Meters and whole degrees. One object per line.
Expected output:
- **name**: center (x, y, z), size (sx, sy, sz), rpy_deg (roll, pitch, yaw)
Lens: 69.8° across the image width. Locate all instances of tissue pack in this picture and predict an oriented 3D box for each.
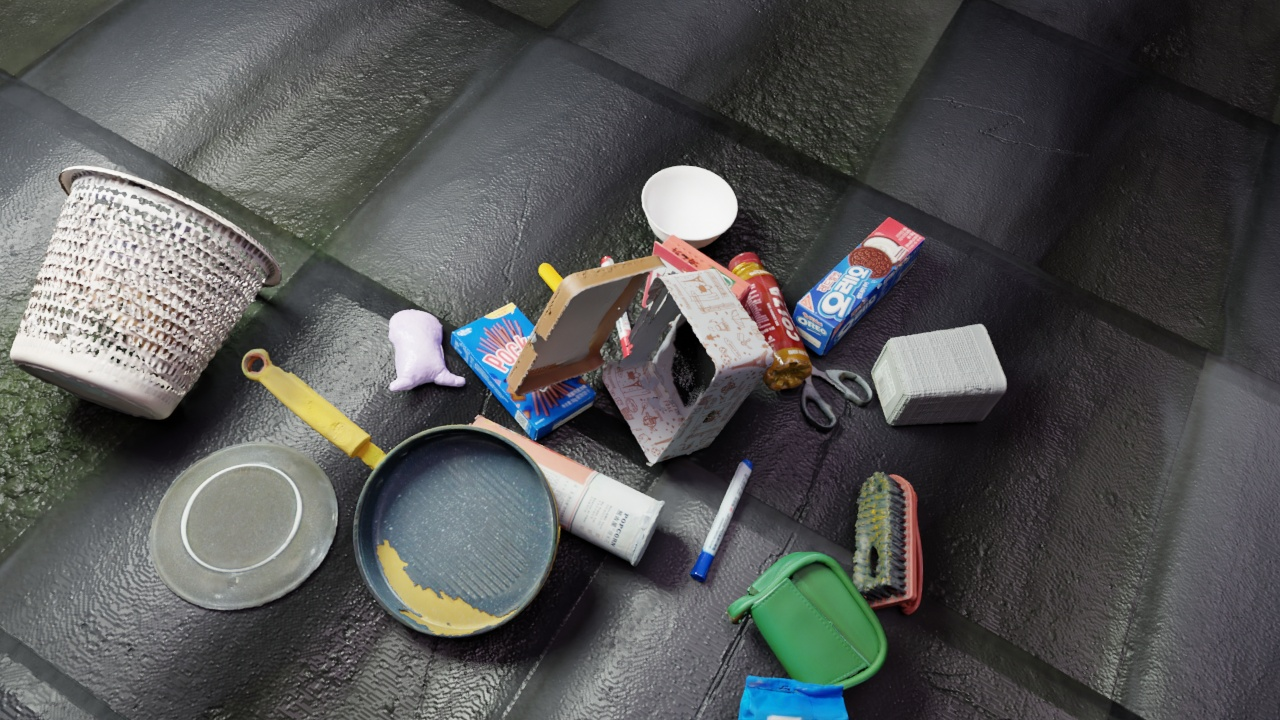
- **tissue pack**: center (0.129, 0.361, 0.812), size (0.095, 0.052, 0.157), rpy_deg (8, 87, -4)

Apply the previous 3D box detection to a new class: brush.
- **brush**: center (0.262, 0.186, 0.954), size (0.069, 0.063, 0.145), rpy_deg (30, 52, -25)

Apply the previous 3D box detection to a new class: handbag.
- **handbag**: center (0.161, 0.256, 0.884), size (0.120, 0.068, 0.131), rpy_deg (-32, 81, -7)

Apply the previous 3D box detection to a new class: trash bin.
- **trash bin**: center (-0.512, -0.054, 0.929), size (0.227, 0.228, 0.191), rpy_deg (17, 70, 3)

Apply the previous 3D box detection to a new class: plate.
- **plate**: center (-0.393, 0.157, 0.909), size (0.179, 0.024, 0.179), rpy_deg (3, 58, -6)

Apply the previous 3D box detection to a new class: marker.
- **marker**: center (-0.081, -0.069, 1.092), size (0.018, 0.015, 0.124), rpy_deg (-34, 70, -22)
- **marker**: center (0.087, 0.166, 0.966), size (0.017, 0.017, 0.145), rpy_deg (24, 59, 8)
- **marker**: center (-0.026, -0.064, 1.093), size (0.017, 0.017, 0.145), rpy_deg (-8, 60, -12)

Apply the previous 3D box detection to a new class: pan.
- **pan**: center (-0.236, 0.110, 0.876), size (0.357, 0.078, 0.197), rpy_deg (39, 85, 10)

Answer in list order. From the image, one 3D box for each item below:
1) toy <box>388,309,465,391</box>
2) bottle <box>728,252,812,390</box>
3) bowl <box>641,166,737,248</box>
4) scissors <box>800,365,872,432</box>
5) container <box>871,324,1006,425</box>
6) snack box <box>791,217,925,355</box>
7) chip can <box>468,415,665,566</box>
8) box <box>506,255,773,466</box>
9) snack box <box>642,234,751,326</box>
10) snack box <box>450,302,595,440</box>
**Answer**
- **toy**: center (-0.244, -0.013, 1.024), size (0.083, 0.039, 0.108), rpy_deg (-1, 54, -28)
- **bottle**: center (0.146, -0.050, 1.074), size (0.057, 0.058, 0.174), rpy_deg (-8, 56, -12)
- **bowl**: center (0.057, -0.177, 1.145), size (0.118, 0.065, 0.118), rpy_deg (3, 58, -4)
- **scissors**: center (0.196, 0.011, 1.079), size (0.170, 0.014, 0.159), rpy_deg (8, 55, 0)
- **container**: center (0.334, 0.020, 1.044), size (0.114, 0.090, 0.090), rpy_deg (-6, 59, -7)
- **snack box**: center (0.265, -0.092, 1.117), size (0.058, 0.057, 0.207), rpy_deg (38, 60, 20)
- **chip can**: center (-0.086, 0.131, 0.934), size (0.215, 0.071, 0.071), rpy_deg (24, 59, 8)
- **box**: center (-0.007, 0.005, 0.929), size (0.192, 0.184, 0.157), rpy_deg (-14, 59, -36)
- **snack box**: center (0.064, -0.080, 1.049), size (0.113, 0.127, 0.044), rpy_deg (36, 61, 14)
- **snack box**: center (-0.132, 0.009, 1.024), size (0.084, 0.026, 0.157), rpy_deg (-31, 67, -32)
